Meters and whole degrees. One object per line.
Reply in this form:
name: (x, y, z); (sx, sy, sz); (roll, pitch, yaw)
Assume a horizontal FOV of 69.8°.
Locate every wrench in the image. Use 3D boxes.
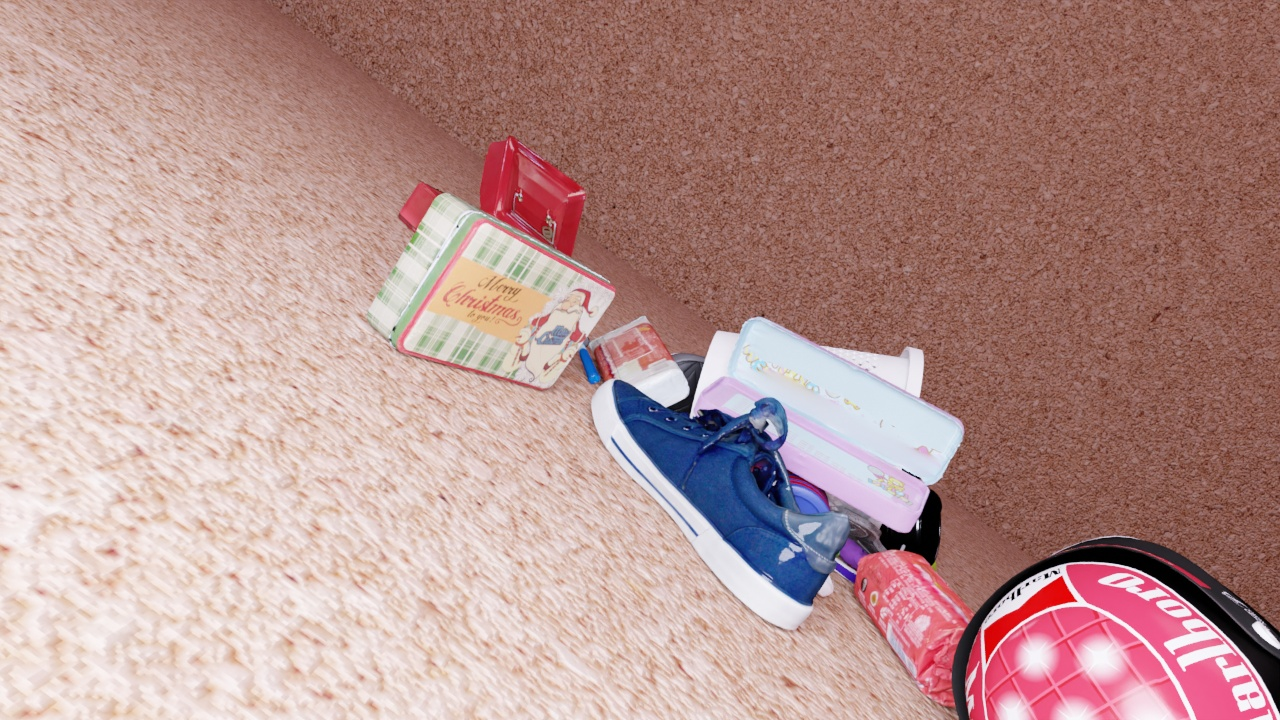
wrench: (0.256, 0.211, 0.911); (0.070, 0.010, 0.273); (11, -26, 50)

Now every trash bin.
trash bin: (0.159, 0.058, 0.934); (0.200, 0.195, 0.195); (15, 5, 9)

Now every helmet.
helmet: (0.314, 0.226, 0.580); (0.224, 0.198, 0.270); (25, 29, -38)

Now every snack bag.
snack bag: (-0.006, 0.006, 0.988); (0.225, 0.077, 0.041); (-118, -178, -74)
snack bag: (0.242, 0.220, 0.782); (0.082, 0.082, 0.176); (34, 8, -16)

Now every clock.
clock: (0.283, 0.161, 0.954); (0.043, 0.120, 0.091); (-1, -37, 33)

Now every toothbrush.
toothbrush: (0.256, 0.243, 0.932); (0.186, 0.016, 0.015); (32, 8, -15)

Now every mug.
mug: (0.135, 0.153, 0.788); (0.112, 0.075, 0.076); (62, 10, 1)

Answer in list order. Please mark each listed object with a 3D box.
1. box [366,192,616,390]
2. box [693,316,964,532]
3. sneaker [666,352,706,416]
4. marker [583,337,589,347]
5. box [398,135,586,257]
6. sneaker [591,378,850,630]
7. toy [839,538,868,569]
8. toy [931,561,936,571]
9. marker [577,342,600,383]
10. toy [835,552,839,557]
box: (-0.108, -0.044, 0.718); (0.050, 0.118, 0.205); (35, 5, 29)
box: (0.164, 0.047, 0.795); (0.214, 0.093, 0.089); (29, 24, 16)
sneaker: (0.101, 0.060, 1.125); (0.256, 0.093, 0.160); (31, 1, -21)
marker: (-0.095, -0.031, 1.037); (0.016, 0.016, 0.140); (39, 9, 23)
box: (-0.183, -0.156, 1.091); (0.164, 0.152, 0.157); (-25, 51, -38)
sneaker: (0.061, 0.071, 0.733); (0.120, 0.127, 0.294); (31, 8, -41)
toy: (0.241, 0.197, 0.984); (0.088, 0.056, 0.106); (11, 44, -51)
toy: (0.342, 0.244, 1.186); (0.092, 0.043, 0.117); (37, 5, 23)
marker: (-0.065, -0.016, 1.012); (0.013, 0.013, 0.141); (31, 17, -29)
toy: (0.156, 0.165, 0.893); (0.093, 0.036, 0.094); (35, 0, 32)
